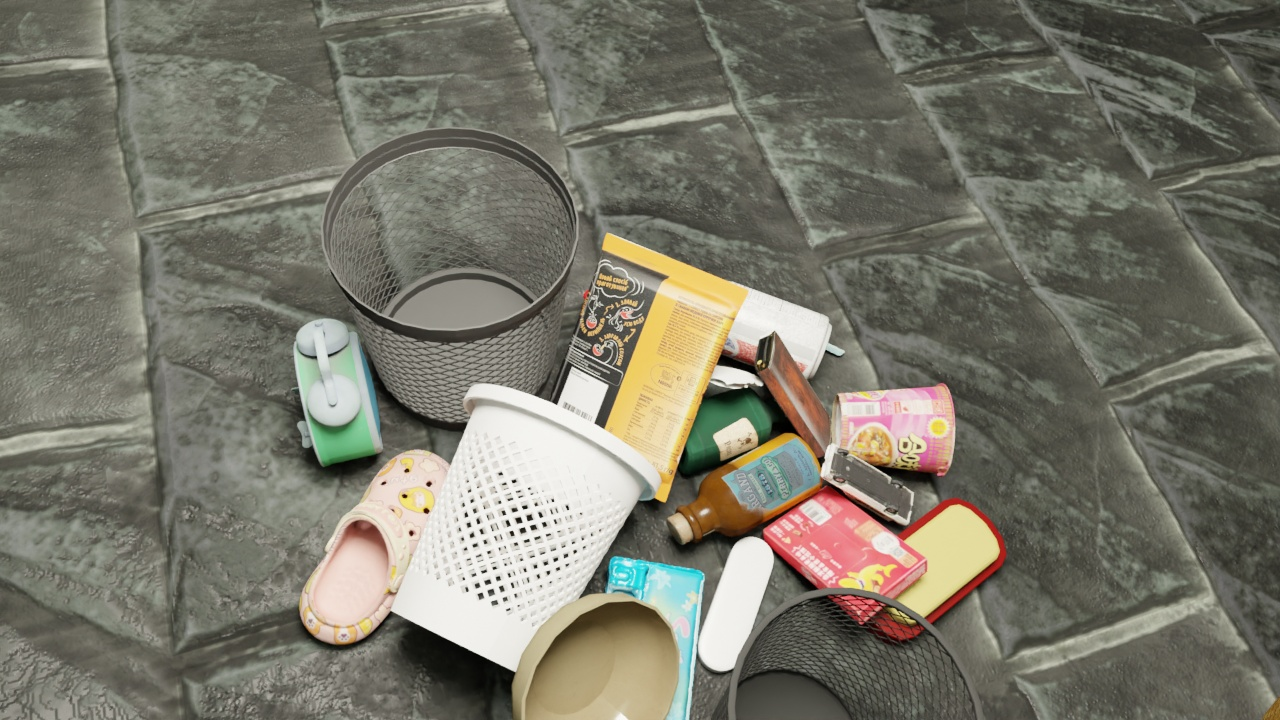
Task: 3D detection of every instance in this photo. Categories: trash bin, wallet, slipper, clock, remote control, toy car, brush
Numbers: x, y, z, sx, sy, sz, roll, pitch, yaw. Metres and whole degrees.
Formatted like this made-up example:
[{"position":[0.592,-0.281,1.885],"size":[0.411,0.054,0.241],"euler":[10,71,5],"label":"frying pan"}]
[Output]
[{"position":[-0.111,0.156,0.810],"size":[0.195,0.196,0.199],"euler":[24,71,7],"label":"trash bin"},{"position":[0.157,0.034,0.932],"size":[0.123,0.019,0.072],"euler":[54,29,-22],"label":"wallet"},{"position":[-0.236,0.164,0.840],"size":[0.093,0.082,0.196],"euler":[26,63,6],"label":"slipper"},{"position":[-0.291,0.027,0.862],"size":[0.075,0.162,0.121],"euler":[-12,64,-15],"label":"clock"},{"position":[0.092,0.232,0.878],"size":[0.043,0.013,0.136],"euler":[22,61,6],"label":"remote control"},{"position":[0.224,0.127,0.920],"size":[0.113,0.039,0.039],"euler":[30,59,-17],"label":"toy car"},{"position":[0.141,0.301,0.732],"size":[0.184,0.211,0.183],"euler":[3,61,-5],"label":"trash bin"},{"position":[-0.174,-0.064,0.888],"size":[0.217,0.228,0.217],"euler":[3,61,-5],"label":"trash bin"},{"position":[0.283,0.202,0.901],"size":[0.173,0.042,0.082],"euler":[-30,68,-21],"label":"brush"}]

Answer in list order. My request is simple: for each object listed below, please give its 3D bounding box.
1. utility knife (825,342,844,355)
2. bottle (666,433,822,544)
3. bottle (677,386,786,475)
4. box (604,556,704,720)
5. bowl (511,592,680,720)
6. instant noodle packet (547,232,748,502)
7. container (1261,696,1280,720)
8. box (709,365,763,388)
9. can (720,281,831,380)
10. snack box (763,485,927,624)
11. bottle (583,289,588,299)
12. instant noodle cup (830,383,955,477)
[{"position":[0.171,-0.033,1.036],"size":[0.126,0.015,0.022],"euler":[27,57,5],"label":"utility knife"},{"position":[0.098,0.133,0.903],"size":[0.156,0.068,0.068],"euler":[-25,67,-19],"label":"bottle"},{"position":[0.096,0.066,0.943],"size":[0.131,0.061,0.061],"euler":[-17,62,-15],"label":"bottle"},{"position":[-0.001,0.292,0.818],"size":[0.094,0.041,0.226],"euler":[10,60,-1],"label":"box"},{"position":[-0.043,0.259,0.749],"size":[0.152,0.152,0.050],"euler":[-40,28,-24],"label":"bowl"},{"position":[-0.005,0.006,0.899],"size":[0.160,0.032,0.221],"euler":[25,100,23],"label":"instant noodle packet"},{"position":[0.693,0.388,0.759],"size":[0.307,0.197,0.306],"euler":[2,61,-4],"label":"container"},{"position":[0.044,-0.012,0.938],"size":[0.083,0.142,0.140],"euler":[-6,74,-57],"label":"box"},{"position":[0.131,-0.032,0.992],"size":[0.136,0.078,0.078],"euler":[21,61,5],"label":"can"},{"position":[0.194,0.182,0.880],"size":[0.089,0.021,0.133],"euler":[-30,41,-21],"label":"snack box"},{"position":[0.007,-0.072,1.021],"size":[0.141,0.042,0.042],"euler":[-12,63,-13],"label":"bottle"},{"position":[0.256,0.070,0.948],"size":[0.108,0.098,0.097],"euler":[2,61,3],"label":"instant noodle cup"}]
